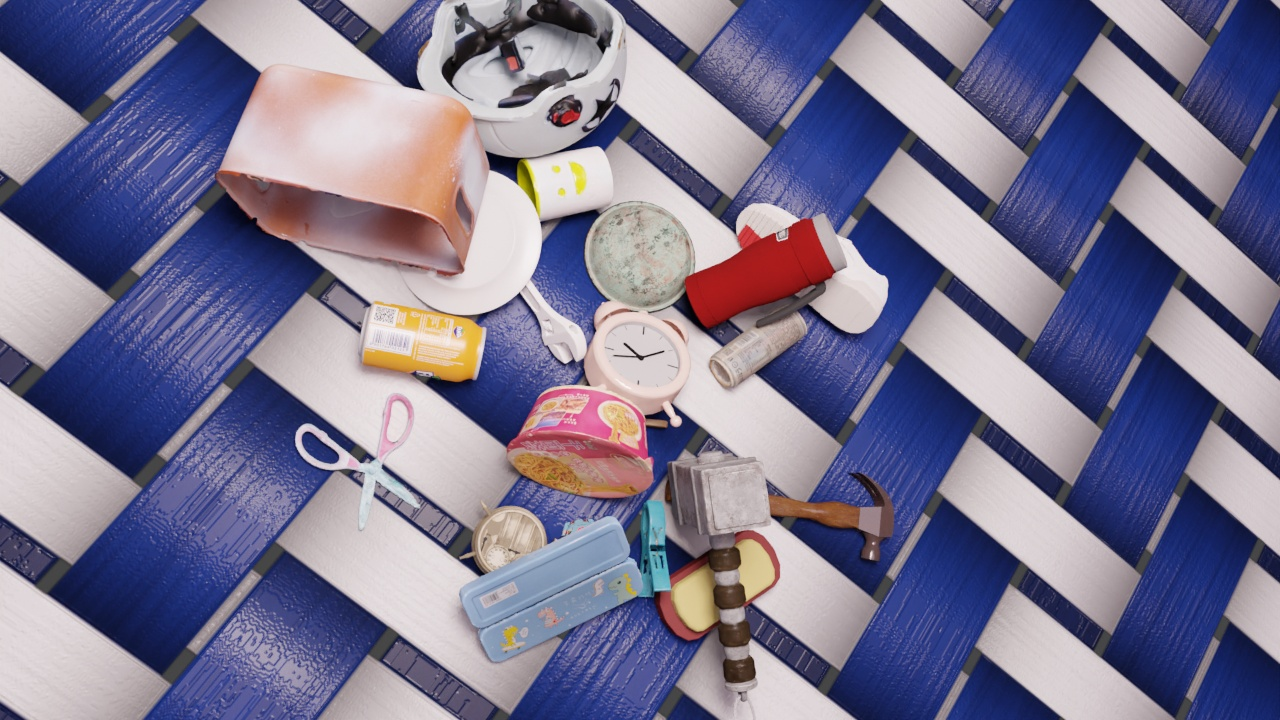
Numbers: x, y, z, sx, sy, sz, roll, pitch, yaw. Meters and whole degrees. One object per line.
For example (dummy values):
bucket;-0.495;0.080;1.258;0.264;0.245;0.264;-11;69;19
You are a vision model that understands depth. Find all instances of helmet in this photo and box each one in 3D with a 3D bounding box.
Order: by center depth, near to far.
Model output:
helmet;-0.143;-0.351;1.159;0.236;0.164;0.263;38;67;23

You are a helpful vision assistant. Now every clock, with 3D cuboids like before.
clock;-0.141;0.229;1.115;0.141;0.055;0.092;20;75;-5
clock;-0.007;0.007;1.184;0.131;0.086;0.160;16;59;-12

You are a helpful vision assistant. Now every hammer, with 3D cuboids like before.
hammer;0.105;0.272;1.098;0.079;0.177;0.326;-7;89;-12
hammer;0.190;0.194;1.229;0.322;0.033;0.115;10;80;-13

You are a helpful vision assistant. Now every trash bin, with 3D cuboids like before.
trash bin;-0.316;-0.220;1.061;0.260;0.182;0.157;13;74;5

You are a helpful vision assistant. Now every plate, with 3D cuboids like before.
plate;-0.219;-0.152;1.150;0.188;0.016;0.188;-1;84;5

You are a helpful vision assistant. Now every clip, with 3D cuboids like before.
clip;0.013;0.241;1.169;0.027;0.104;0.120;7;72;-18

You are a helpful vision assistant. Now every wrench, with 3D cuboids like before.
wrench;-0.158;-0.110;1.175;0.018;0.066;0.273;-34;86;-36

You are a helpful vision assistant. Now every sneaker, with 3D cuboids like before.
sneaker;0.246;-0.148;1.285;0.236;0.091;0.104;37;51;2

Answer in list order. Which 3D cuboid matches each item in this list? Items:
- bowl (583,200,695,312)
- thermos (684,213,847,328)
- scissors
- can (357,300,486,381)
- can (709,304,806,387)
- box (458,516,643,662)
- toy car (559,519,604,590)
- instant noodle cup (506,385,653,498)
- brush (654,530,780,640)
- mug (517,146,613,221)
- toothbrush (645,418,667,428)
bowl;0.004;-0.145;1.233;0.157;0.039;0.157;3;80;-15
thermos;0.169;-0.105;1.202;0.199;0.083;0.108;-24;106;18
scissors;-0.339;0.117;1.107;0.173;0.014;0.170;12;81;-15
can;-0.265;-0.022;1.116;0.142;0.079;0.079;11;77;-13
can;0.159;-0.019;1.246;0.135;0.054;0.054;-35;91;-19
box;-0.101;0.277;1.097;0.208;0.021;0.125;-23;116;-11
toy car;-0.067;0.253;1.149;0.060;0.027;0.107;-6;82;-16
instant noodle cup;-0.067;0.095;1.112;0.178;0.179;0.077;18;59;-12
brush;0.103;0.288;1.182;0.173;0.042;0.082;-29;89;-18
mug;-0.099;-0.231;1.198;0.106;0.083;0.082;-15;85;-19
toothbrush;-0.045;0.077;1.193;0.166;0.016;0.016;7;78;-14
